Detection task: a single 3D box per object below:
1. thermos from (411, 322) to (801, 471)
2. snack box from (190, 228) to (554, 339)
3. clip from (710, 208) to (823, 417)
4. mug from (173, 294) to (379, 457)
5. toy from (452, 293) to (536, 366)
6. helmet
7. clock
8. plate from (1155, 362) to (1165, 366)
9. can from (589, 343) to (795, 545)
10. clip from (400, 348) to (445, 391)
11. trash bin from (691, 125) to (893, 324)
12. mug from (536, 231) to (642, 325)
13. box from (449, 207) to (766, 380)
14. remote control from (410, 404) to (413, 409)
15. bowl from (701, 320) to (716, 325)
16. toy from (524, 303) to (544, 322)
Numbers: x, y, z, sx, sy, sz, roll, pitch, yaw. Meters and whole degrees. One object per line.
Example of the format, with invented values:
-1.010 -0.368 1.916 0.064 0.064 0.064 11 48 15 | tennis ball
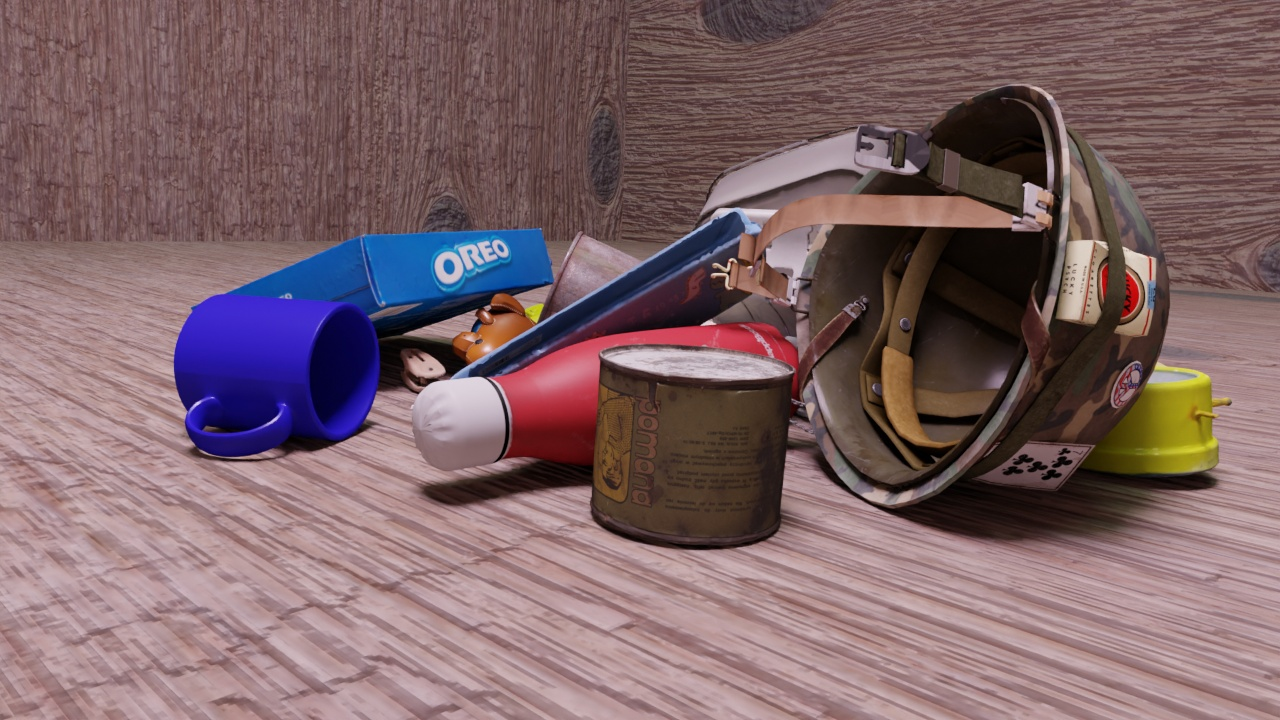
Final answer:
-0.011 0.021 0.504 0.239 0.073 0.073 -7 13 -40 | thermos
-0.215 -0.056 0.779 0.196 0.056 0.238 -15 2 28 | snack box
0.102 -0.032 0.638 0.089 0.151 0.126 -16 17 -28 | clip
-0.214 0.013 0.528 0.083 0.079 0.111 5 38 13 | mug
-0.099 -0.004 0.752 0.103 0.071 0.090 25 23 -2 | toy
0.153 -0.035 0.472 0.236 0.223 0.193 35 -21 -18 | helmet
0.280 0.035 0.546 0.119 0.057 0.083 0 9 36 | clock
0.314 0.014 0.734 0.184 0.036 0.184 2 10 0 | plate
0.023 0.036 0.425 0.090 0.074 0.090 4 10 -1 | can
-0.166 0.005 0.691 0.025 0.049 0.061 -3 -16 -29 | clip
0.148 -0.089 0.803 0.198 0.197 0.219 -16 11 18 | trash bin
-0.024 -0.033 0.730 0.110 0.096 0.122 20 41 0 | mug
-0.012 -0.017 0.540 0.209 0.052 0.067 -32 -10 -13 | box
-0.118 0.025 0.637 0.028 0.012 0.124 5 10 13 | remote control
-0.004 0.004 0.638 0.115 0.062 0.115 2 10 -1 | bowl
-0.089 -0.037 0.944 0.094 0.036 0.093 15 18 28 | toy
